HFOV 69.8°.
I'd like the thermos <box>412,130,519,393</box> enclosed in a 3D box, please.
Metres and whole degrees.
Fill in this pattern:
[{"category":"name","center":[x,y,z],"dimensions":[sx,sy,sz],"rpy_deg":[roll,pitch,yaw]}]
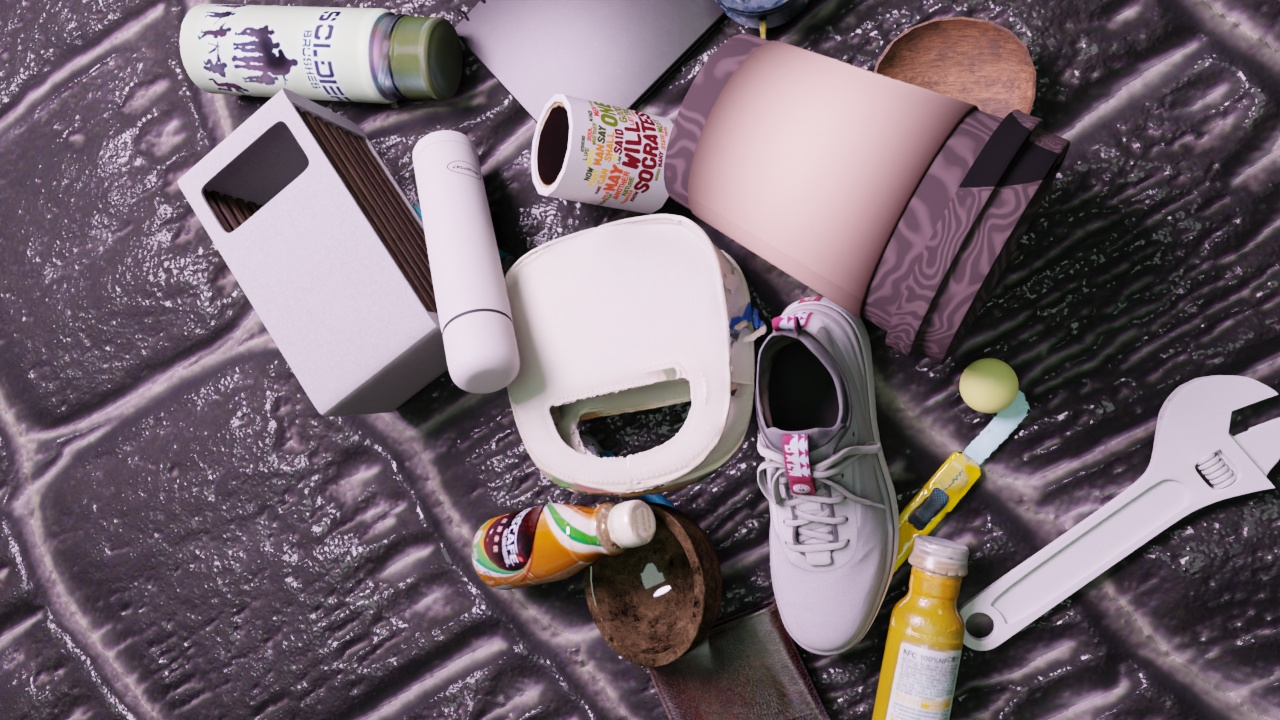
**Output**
[{"category":"thermos","center":[-0.133,-0.077,0.694],"dimensions":[0.052,0.052,0.224],"rpy_deg":[-24,59,12]}]

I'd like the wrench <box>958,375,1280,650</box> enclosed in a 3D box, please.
[{"category":"wrench","center":[0.333,0.111,0.655],"dimensions":[0.273,0.018,0.086],"rpy_deg":[-39,81,12]}]

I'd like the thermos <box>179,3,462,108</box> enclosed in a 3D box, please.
[{"category":"thermos","center":[-0.265,-0.256,0.777],"dimensions":[0.231,0.082,0.082],"rpy_deg":[7,91,14]}]

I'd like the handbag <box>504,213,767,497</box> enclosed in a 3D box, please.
[{"category":"handbag","center":[-0.004,0.004,0.690],"dimensions":[0.201,0.093,0.199],"rpy_deg":[-11,72,20]}]

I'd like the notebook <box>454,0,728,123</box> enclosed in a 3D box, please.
[{"category":"notebook","center":[-0.025,-0.300,0.746],"dimensions":[0.232,0.019,0.169],"rpy_deg":[-43,81,10]}]

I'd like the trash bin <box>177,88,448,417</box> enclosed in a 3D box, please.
[{"category":"trash bin","center":[-0.243,-0.083,0.747],"dimensions":[0.114,0.114,0.229],"rpy_deg":[-36,81,11]}]

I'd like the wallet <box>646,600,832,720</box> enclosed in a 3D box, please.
[{"category":"wallet","center":[0.073,0.252,0.712],"dimensions":[0.120,0.031,0.099],"rpy_deg":[-26,81,15]}]

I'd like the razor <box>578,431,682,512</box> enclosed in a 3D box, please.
[{"category":"razor","center":[-0.012,0.095,0.739],"dimensions":[0.144,0.022,0.042],"rpy_deg":[35,135,8]}]

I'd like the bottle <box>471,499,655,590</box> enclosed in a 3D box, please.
[{"category":"bottle","center":[-0.058,0.136,0.697],"dimensions":[0.168,0.059,0.059],"rpy_deg":[-21,84,40]}]

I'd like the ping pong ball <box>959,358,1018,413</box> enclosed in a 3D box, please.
[{"category":"ping pong ball","center":[0.252,0.018,0.663],"dimensions":[0.040,0.040,0.040],"rpy_deg":[0,89,14]}]

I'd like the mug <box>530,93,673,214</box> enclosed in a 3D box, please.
[{"category":"mug","center":[-0.035,-0.152,0.708],"dimensions":[0.089,0.105,0.073],"rpy_deg":[5,78,-29]}]

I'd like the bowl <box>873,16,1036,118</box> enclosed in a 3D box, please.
[{"category":"bowl","center":[0.228,-0.197,0.675],"dimensions":[0.114,0.026,0.102],"rpy_deg":[9,106,17]}]

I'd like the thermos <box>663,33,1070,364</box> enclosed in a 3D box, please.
[{"category":"thermos","center":[0.145,-0.121,0.632],"dimensions":[0.226,0.172,0.173],"rpy_deg":[31,96,19]}]

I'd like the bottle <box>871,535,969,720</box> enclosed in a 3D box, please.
[{"category":"bottle","center":[0.202,0.222,0.666],"dimensions":[0.053,0.053,0.186],"rpy_deg":[10,92,14]}]

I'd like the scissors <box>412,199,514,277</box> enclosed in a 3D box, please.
[{"category":"scissors","center":[-0.137,-0.095,0.771],"dimensions":[0.132,0.019,0.148],"rpy_deg":[10,91,14]}]

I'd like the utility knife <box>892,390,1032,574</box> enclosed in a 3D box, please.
[{"category":"utility knife","center":[0.217,0.105,0.686],"dimensions":[0.030,0.018,0.207],"rpy_deg":[39,95,2]}]

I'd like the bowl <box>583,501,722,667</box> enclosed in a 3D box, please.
[{"category":"bowl","center":[0.018,0.167,0.704],"dimensions":[0.121,0.056,0.121],"rpy_deg":[-2,87,42]}]

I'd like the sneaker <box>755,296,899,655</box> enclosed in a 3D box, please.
[{"category":"sneaker","center":[0.123,0.085,0.646],"dimensions":[0.097,0.128,0.263],"rpy_deg":[-2,91,24]}]

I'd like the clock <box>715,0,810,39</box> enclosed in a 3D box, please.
[{"category":"clock","center":[0.084,-0.308,0.685],"dimensions":[0.090,0.052,0.129],"rpy_deg":[-31,84,13]}]
